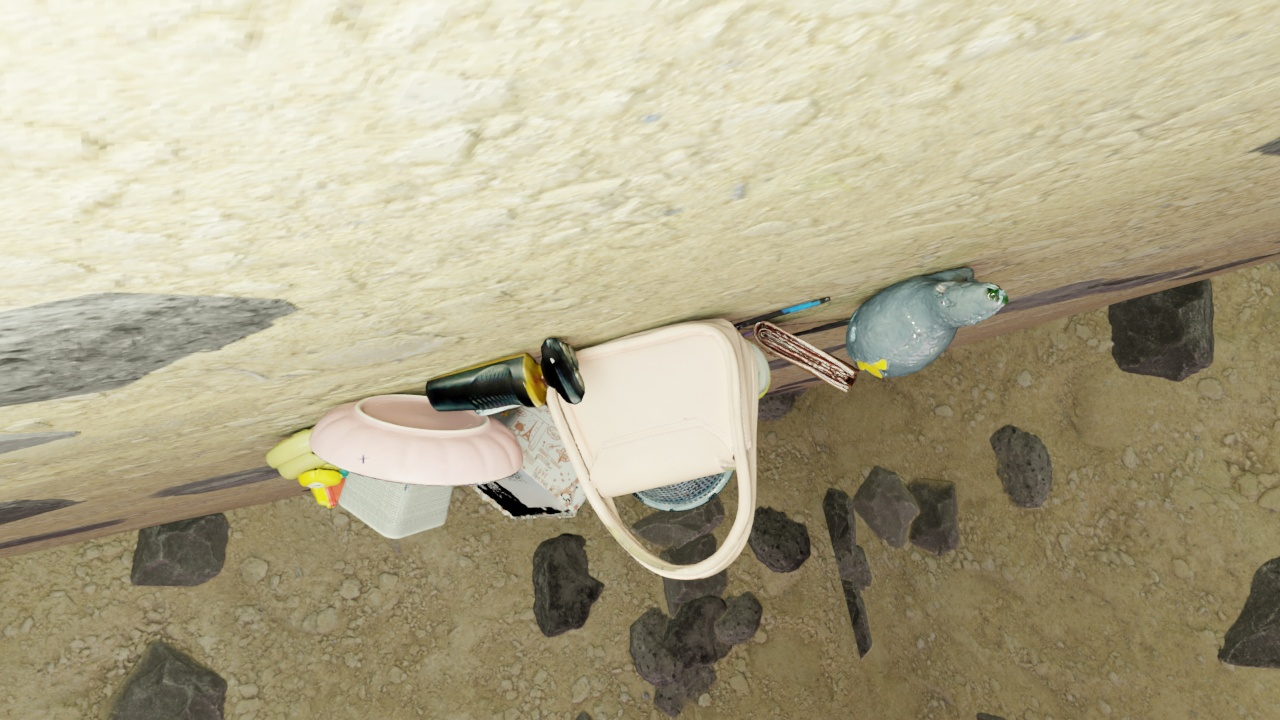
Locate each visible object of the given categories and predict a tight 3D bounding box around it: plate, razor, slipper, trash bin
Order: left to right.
[{"bbox_3d":[-0.316,0.105,1.032,0.190,0.081,0.092,-13,172,-25],"label":"slipper"},{"bbox_3d":[-0.201,0.065,0.840,0.192,0.039,0.192,9,-170,-2],"label":"plate"},{"bbox_3d":[-0.122,0.018,0.803,0.168,0.062,0.067,-10,-152,32],"label":"razor"},{"bbox_3d":[0.036,0.126,1.514,0.227,0.226,0.195,-14,162,13],"label":"trash bin"}]

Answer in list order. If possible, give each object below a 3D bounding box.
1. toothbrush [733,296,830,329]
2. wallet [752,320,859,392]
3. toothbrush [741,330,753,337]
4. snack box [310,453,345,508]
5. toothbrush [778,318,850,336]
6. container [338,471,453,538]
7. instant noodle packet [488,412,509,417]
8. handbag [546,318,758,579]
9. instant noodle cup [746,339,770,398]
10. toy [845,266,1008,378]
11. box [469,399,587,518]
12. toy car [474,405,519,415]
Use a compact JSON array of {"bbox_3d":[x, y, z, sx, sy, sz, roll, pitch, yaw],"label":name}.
[{"bbox_3d":[0.102,-0.034,0.937,0.190,0.016,0.014,-16,178,15],"label":"toothbrush"},{"bbox_3d":[0.182,-0.006,1.010,0.124,0.032,0.101,29,-172,13],"label":"wallet"},{"bbox_3d":[0.085,-0.014,0.985,0.014,0.017,0.188,-20,180,35],"label":"toothbrush"},{"bbox_3d":[-0.364,0.128,1.113,0.080,0.082,0.091,-19,-164,-24],"label":"snack box"},{"bbox_3d":[0.218,-0.041,1.142,0.180,0.018,0.016,-11,167,-44],"label":"toothbrush"},{"bbox_3d":[-0.249,0.111,0.973,0.090,0.114,0.090,26,-164,26],"label":"container"},{"bbox_3d":[-0.246,0.085,1.185,0.128,0.044,0.111,-9,177,-38],"label":"instant noodle packet"},{"bbox_3d":[0.025,0.088,0.854,0.194,0.234,0.093,-15,172,23],"label":"handbag"},{"bbox_3d":[0.094,0.029,1.127,0.111,0.111,0.124,-10,166,-31],"label":"instant noodle cup"},{"bbox_3d":[0.284,-0.037,0.960,0.138,0.091,0.356,-25,176,3],"label":"toy"},{"bbox_3d":[-0.125,0.073,1.090,0.183,0.153,0.177,-15,-145,54],"label":"box"},{"bbox_3d":[-0.126,0.030,0.873,0.043,0.034,0.090,-13,-165,23],"label":"toy car"}]
